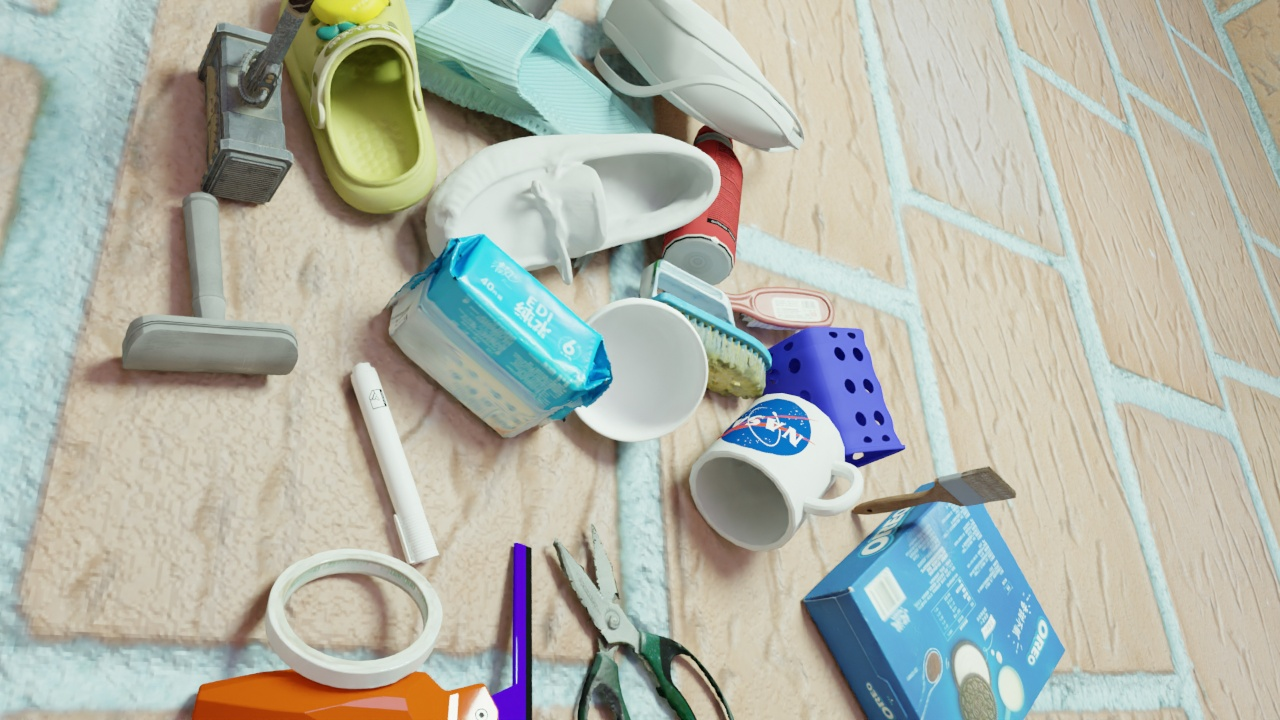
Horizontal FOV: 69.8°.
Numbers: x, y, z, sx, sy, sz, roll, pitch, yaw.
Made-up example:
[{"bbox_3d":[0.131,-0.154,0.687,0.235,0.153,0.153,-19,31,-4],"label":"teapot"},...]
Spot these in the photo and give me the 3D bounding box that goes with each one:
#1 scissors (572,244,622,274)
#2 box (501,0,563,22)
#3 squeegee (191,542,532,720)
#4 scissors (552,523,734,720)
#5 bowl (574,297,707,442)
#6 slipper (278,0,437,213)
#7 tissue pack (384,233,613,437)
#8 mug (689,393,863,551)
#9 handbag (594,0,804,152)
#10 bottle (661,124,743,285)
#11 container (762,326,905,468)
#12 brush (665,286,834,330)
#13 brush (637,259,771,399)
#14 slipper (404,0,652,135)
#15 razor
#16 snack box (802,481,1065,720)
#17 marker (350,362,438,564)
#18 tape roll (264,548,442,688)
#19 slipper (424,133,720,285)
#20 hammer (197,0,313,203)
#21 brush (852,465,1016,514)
[{"bbox_3d":[-0.021,-0.127,0.780,0.138,0.019,0.129,-10,76,-40],"label":"scissors"},{"bbox_3d":[0.008,-0.461,0.634,0.166,0.508,0.148,36,46,-19],"label":"box"},{"bbox_3d":[-0.141,0.192,0.497,0.184,0.055,0.249,13,46,-21],"label":"squeegee"},{"bbox_3d":[-0.021,0.214,0.614,0.209,0.015,0.154,55,48,-5],"label":"scissors"},{"bbox_3d":[-0.004,0.004,0.682,0.105,0.105,0.054,47,7,-11],"label":"bowl"},{"bbox_3d":[-0.193,-0.195,0.621,0.091,0.082,0.190,-14,82,-12],"label":"slipper"},{"bbox_3d":[-0.093,-0.013,0.615,0.144,0.093,0.061,43,41,-15],"label":"tissue pack"},{"bbox_3d":[0.113,0.090,0.714,0.089,0.121,0.091,-39,132,-43],"label":"mug"},{"bbox_3d":[0.077,-0.245,0.845,0.222,0.096,0.215,22,27,-39],"label":"handbag"},{"bbox_3d":[0.059,-0.147,0.821,0.062,0.062,0.176,31,46,-24],"label":"bottle"},{"bbox_3d":[0.160,0.037,0.801,0.084,0.085,0.113,1,67,-40],"label":"container"},{"bbox_3d":[0.097,-0.047,0.830,0.172,0.030,0.041,4,68,-23],"label":"brush"},{"bbox_3d":[0.056,-0.023,0.766,0.135,0.056,0.075,25,60,-29],"label":"brush"},{"bbox_3d":[-0.090,-0.231,0.733,0.276,0.070,0.115,30,48,-18],"label":"slipper"},{"bbox_3d":[-0.255,-0.048,0.539,0.088,0.048,0.116,4,59,-38],"label":"razor"},{"bbox_3d":[0.269,0.235,0.812,0.238,0.056,0.195,-26,86,-45],"label":"snack box"},{"bbox_3d":[-0.157,0.063,0.575,0.020,0.017,0.133,-13,78,-40],"label":"marker"},{"bbox_3d":[-0.157,0.140,0.505,0.093,0.013,0.093,16,26,-8],"label":"tape roll"},{"bbox_3d":[-0.044,-0.118,0.693,0.246,0.075,0.112,-18,103,-31],"label":"slipper"},{"bbox_3d":[-0.172,-0.204,0.484,0.044,0.323,0.098,5,66,-38],"label":"hammer"},{"bbox_3d":[0.243,0.117,0.788,0.045,0.143,0.008,39,50,-29],"label":"brush"}]
